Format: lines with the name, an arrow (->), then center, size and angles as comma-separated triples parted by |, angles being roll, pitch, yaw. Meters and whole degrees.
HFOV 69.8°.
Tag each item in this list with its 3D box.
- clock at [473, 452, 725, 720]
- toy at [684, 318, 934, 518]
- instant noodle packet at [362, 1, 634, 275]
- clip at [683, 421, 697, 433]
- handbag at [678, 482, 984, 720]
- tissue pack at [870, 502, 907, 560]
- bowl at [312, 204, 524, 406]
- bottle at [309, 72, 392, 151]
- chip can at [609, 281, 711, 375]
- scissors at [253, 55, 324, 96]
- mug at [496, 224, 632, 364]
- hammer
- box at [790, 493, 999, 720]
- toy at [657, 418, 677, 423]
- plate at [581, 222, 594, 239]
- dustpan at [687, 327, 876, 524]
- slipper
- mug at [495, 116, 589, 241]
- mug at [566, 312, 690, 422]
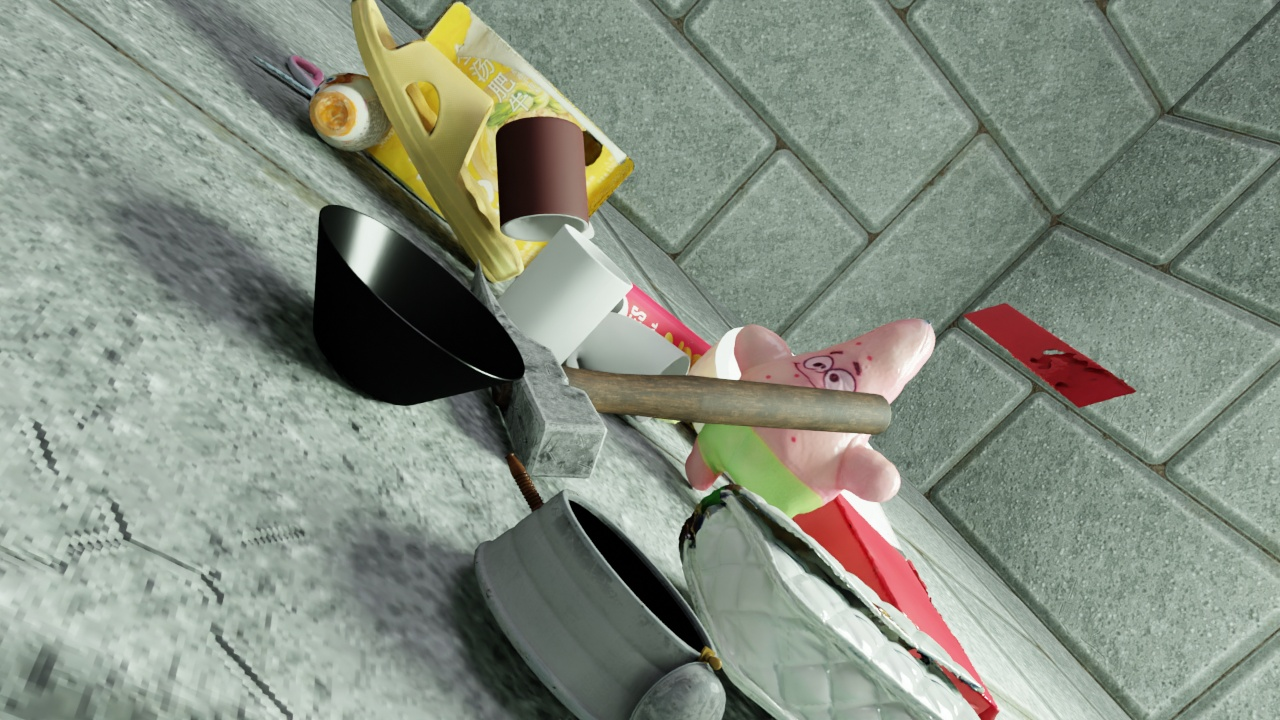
clock -> -0.011, 0.109, 0.358 | 0.148, 0.056, 0.104 | 46, 0, 43
toy -> 0.144, 0.042, 0.744 | 0.192, 0.236, 0.097 | 50, -3, 33
instant noodle packet -> -0.141, -0.204, 0.876 | 0.221, 0.163, 0.084 | 37, 13, -34
clip -> 0.053, 0.057, 0.972 | 0.054, 0.046, 0.048 | 39, 44, -20
handbag -> 0.115, 0.160, 0.522 | 0.195, 0.072, 0.138 | 40, 9, -20
tissue pack -> 0.240, 0.187, 1.078 | 0.181, 0.071, 0.103 | 28, 33, -49
bowl -> -0.121, -0.015, 0.453 | 0.124, 0.052, 0.124 | 42, 9, -9
bottle -> -0.242, -0.205, 0.757 | 0.063, 0.063, 0.108 | 41, 9, -15
chip can -> 0.007, -0.030, 1.014 | 0.220, 0.069, 0.069 | 37, 12, -37
scissors -> -0.291, -0.242, 0.876 | 0.175, 0.013, 0.170 | 37, 11, -31
mug -> -0.068, -0.059, 0.758 | 0.073, 0.090, 0.110 | 38, 11, -27
hammer -> 0.033, 0.008, 0.649 | 0.300, 0.037, 0.217 | 6, 28, -27
box -> 0.185, 0.316, 0.836 | 0.148, 0.375, 0.212 | 10, 21, -8
toy -> -0.005, 0.005, 0.874 | 0.135, 0.045, 0.091 | 49, 7, -5
plate -> -0.137, -0.173, 1.039 | 0.174, 0.036, 0.174 | 30, -9, 5
dustpan -> 0.164, 0.079, 0.963 | 0.257, 0.053, 0.190 | 41, 39, -4
slipper -> -0.158, -0.193, 0.785 | 0.099, 0.078, 0.263 | -95, 159, -71
mug -> -0.087, -0.146, 0.775 | 0.073, 0.082, 0.106 | -1, -10, -20
mug -> -0.024, 0.004, 0.779 | 0.089, 0.071, 0.107 | 38, 35, 20
